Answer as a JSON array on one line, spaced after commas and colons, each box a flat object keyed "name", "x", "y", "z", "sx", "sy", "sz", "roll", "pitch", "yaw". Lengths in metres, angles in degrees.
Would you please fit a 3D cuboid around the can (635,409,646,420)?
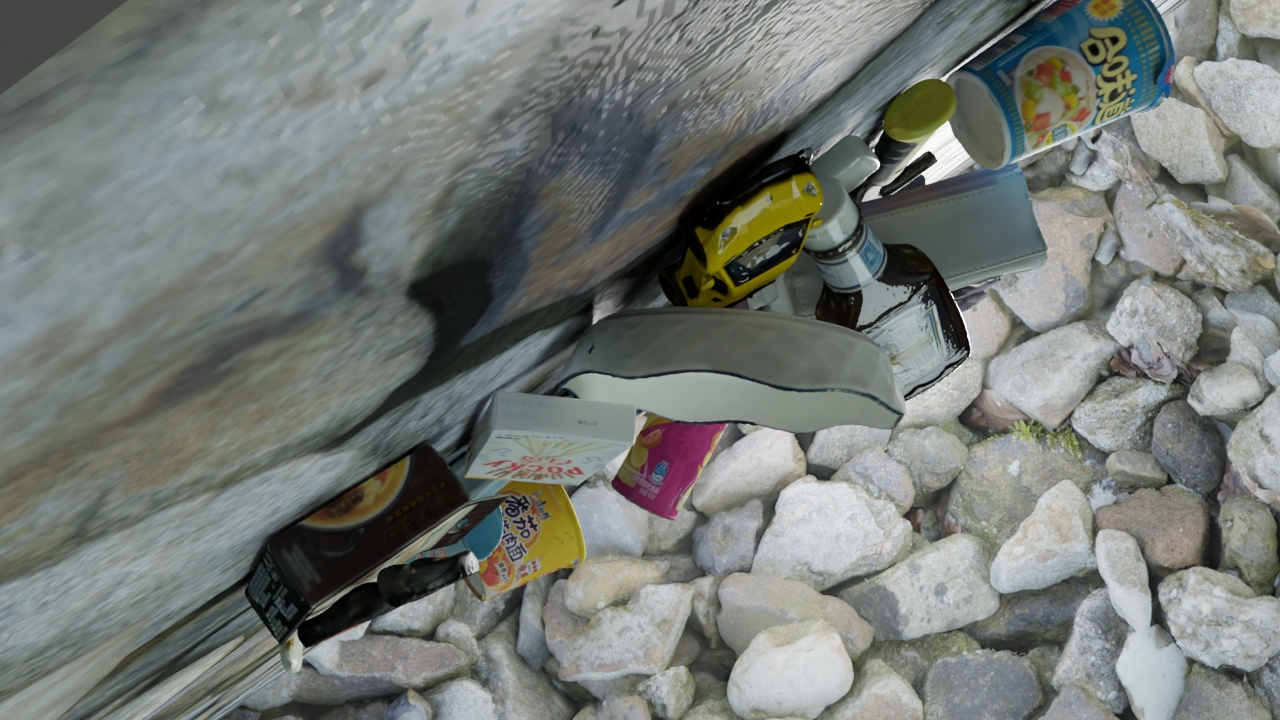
[{"name": "can", "x": -0.031, "y": 0.045, "z": 0.877, "sx": 0.083, "sy": 0.057, "sz": 0.102, "roll": -40, "pitch": 176, "yaw": 10}]

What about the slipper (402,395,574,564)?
[{"name": "slipper", "x": -0.132, "y": 0.118, "z": 0.728, "sx": 0.245, "sy": 0.074, "sz": 0.104, "roll": -38, "pitch": 177, "yaw": 6}]

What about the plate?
[{"name": "plate", "x": 0.053, "y": 0.009, "z": 0.546, "sx": 0.205, "sy": 0.045, "sz": 0.205, "roll": 6, "pitch": 171, "yaw": 1}]

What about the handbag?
[{"name": "handbag", "x": 0.173, "y": -0.069, "z": 0.689, "sx": 0.197, "sy": 0.098, "sz": 0.145, "roll": -15, "pitch": 180, "yaw": -10}]

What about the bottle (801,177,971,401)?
[{"name": "bottle", "x": 0.144, "y": -0.041, "z": 0.567, "sx": 0.080, "sy": 0.044, "sz": 0.195, "roll": -36, "pitch": 138, "yaw": 12}]

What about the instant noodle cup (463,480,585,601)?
[{"name": "instant noodle cup", "x": -0.136, "y": 0.171, "z": 0.930, "sx": 0.109, "sy": 0.138, "sz": 0.138, "roll": -26, "pitch": 172, "yaw": -25}]

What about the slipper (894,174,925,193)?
[{"name": "slipper", "x": 0.196, "y": -0.112, "z": 0.955, "sx": 0.267, "sy": 0.083, "sz": 0.111, "roll": -54, "pitch": -171, "yaw": -16}]

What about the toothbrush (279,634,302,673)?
[{"name": "toothbrush", "x": -0.233, "y": 0.174, "z": 0.610, "sx": 0.018, "sy": 0.016, "sz": 0.191, "roll": -25, "pitch": -171, "yaw": -17}]

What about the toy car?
[{"name": "toy car", "x": 0.051, "y": -0.057, "z": 0.466, "sx": 0.071, "sy": 0.041, "sz": 0.156, "roll": -30, "pitch": 172, "yaw": -8}]

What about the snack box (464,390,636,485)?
[{"name": "snack box", "x": -0.063, "y": 0.054, "z": 0.594, "sx": 0.084, "sy": 0.026, "sz": 0.157, "roll": 6, "pitch": 161, "yaw": -15}]

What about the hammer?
[{"name": "hammer", "x": 0.183, "y": -0.147, "z": 0.682, "sx": 0.126, "sy": 0.032, "sz": 0.323, "roll": -37, "pitch": 176, "yaw": 5}]

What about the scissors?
[{"name": "scissors", "x": -0.146, "y": 0.136, "z": 0.539, "sx": 0.141, "sy": 0.021, "sz": 0.236, "roll": -20, "pitch": 171, "yaw": -30}]

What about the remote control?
[{"name": "remote control", "x": 0.078, "y": -0.083, "z": 0.563, "sx": 0.150, "sy": 0.021, "sz": 0.058, "roll": -37, "pitch": 170, "yaw": 23}]

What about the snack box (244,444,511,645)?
[{"name": "snack box", "x": -0.154, "y": 0.105, "z": 0.530, "sx": 0.125, "sy": 0.053, "sz": 0.114, "roll": -34, "pitch": 175, "yaw": -38}]

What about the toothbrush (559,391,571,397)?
[{"name": "toothbrush", "x": -0.015, "y": 0.004, "z": 0.748, "sx": 0.213, "sy": 0.027, "sz": 0.026, "roll": -38, "pitch": -147, "yaw": 20}]

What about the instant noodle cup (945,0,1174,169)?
[{"name": "instant noodle cup", "x": 0.262, "y": -0.180, "z": 0.593, "sx": 0.110, "sy": 0.099, "sz": 0.099, "roll": -28, "pitch": 176, "yaw": -1}]

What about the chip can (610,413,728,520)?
[{"name": "chip can", "x": 0.053, "y": 0.038, "z": 0.832, "sx": 0.210, "sy": 0.071, "sz": 0.071, "roll": -61, "pitch": 175, "yaw": 2}]
